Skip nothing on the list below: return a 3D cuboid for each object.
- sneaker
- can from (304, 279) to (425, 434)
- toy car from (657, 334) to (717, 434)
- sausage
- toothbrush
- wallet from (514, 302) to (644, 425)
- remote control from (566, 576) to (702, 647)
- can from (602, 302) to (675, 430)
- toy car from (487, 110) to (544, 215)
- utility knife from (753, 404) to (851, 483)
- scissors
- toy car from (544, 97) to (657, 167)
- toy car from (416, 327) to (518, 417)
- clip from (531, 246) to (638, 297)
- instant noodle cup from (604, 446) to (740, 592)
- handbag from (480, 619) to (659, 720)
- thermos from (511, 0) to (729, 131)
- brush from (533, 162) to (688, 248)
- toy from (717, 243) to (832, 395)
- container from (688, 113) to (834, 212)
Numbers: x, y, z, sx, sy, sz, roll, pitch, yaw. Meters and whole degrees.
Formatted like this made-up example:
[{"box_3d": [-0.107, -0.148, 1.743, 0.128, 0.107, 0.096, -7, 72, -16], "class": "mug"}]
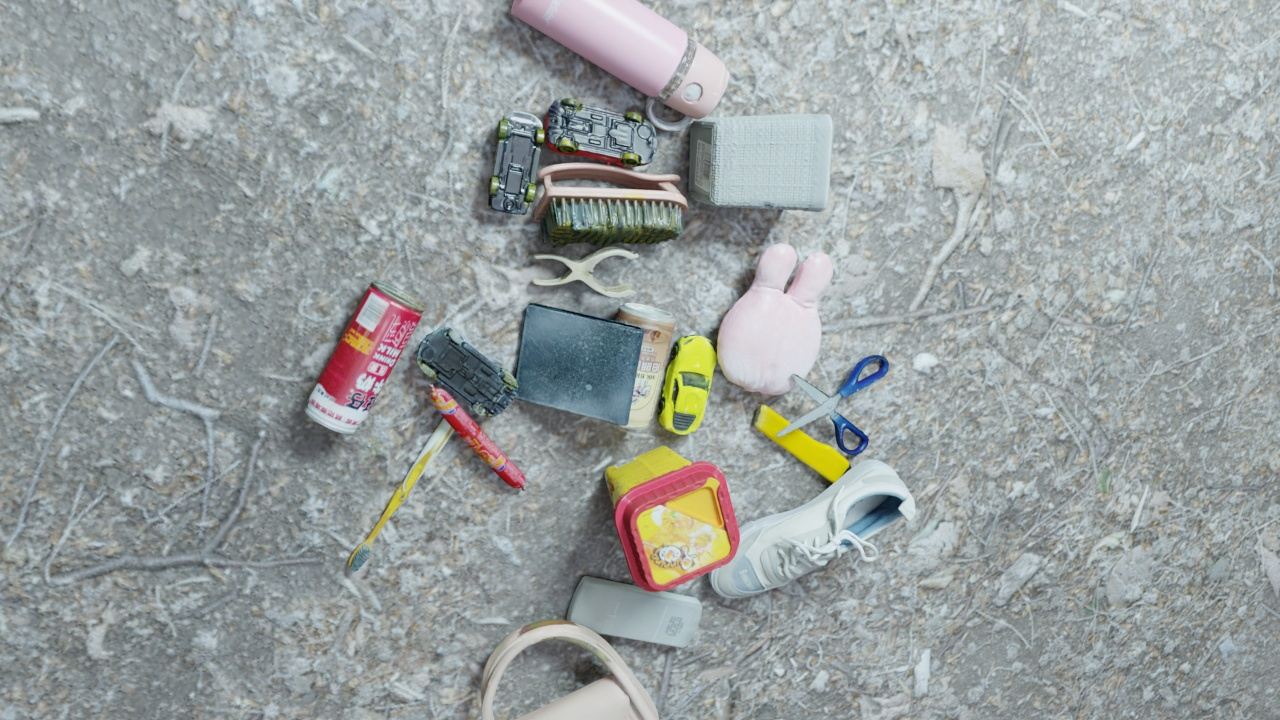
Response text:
[{"box_3d": [0.191, 0.202, 1.005, 0.242, 0.090, 0.089, -31, 113, 1], "class": "sneaker"}, {"box_3d": [-0.248, -0.002, 0.825, 0.053, 0.053, 0.133, 28, 95, -24], "class": "can"}, {"box_3d": [0.051, 0.026, 0.947, 0.048, 0.032, 0.105, 9, 101, -20], "class": "toy car"}, {"box_3d": [-0.158, 0.077, 0.889, 0.020, 0.020, 0.156, -40, 120, -5], "class": "sausage"}, {"box_3d": [-0.228, 0.126, 0.888, 0.016, 0.018, 0.191, 34, 93, -26], "class": "toothbrush"}, {"box_3d": [-0.061, 0.003, 0.879, 0.121, 0.019, 0.097, 13, 102, 13], "class": "wallet"}, {"box_3d": [-0.005, 0.276, 1.005, 0.150, 0.021, 0.058, 17, 101, -22], "class": "remote control"}, {"box_3d": [-0.005, 0.005, 0.907, 0.058, 0.058, 0.116, 9, 102, -21], "class": "can"}, {"box_3d": [-0.114, -0.179, 0.829, 0.042, 0.035, 0.090, 7, 103, -22], "class": "toy car"}, {"box_3d": [0.182, 0.094, 1.020, 0.153, 0.015, 0.033, 36, 92, -24], "class": "utility knife"}, {"box_3d": [0.215, 0.048, 0.999, 0.174, 0.012, 0.162, -42, 127, -18], "class": "scissors"}, {"box_3d": [-0.036, -0.207, 0.846, 0.106, 0.031, 0.049, 7, 78, -17], "class": "toy car"}, {"box_3d": [-0.165, 0.010, 0.869, 0.105, 0.031, 0.049, 41, 87, -25], "class": "toy car"}, {"box_3d": [-0.048, -0.099, 0.878, 0.104, 0.035, 0.084, 19, 102, -15], "class": "clip"}, {"box_3d": [0.023, 0.150, 0.923, 0.116, 0.123, 0.116, -21, 111, -13], "class": "instant noodle cup"}, {"box_3d": [-0.081, 0.384, 0.978, 0.193, 0.093, 0.234, -24, 109, -10], "class": "handbag"}, {"box_3d": [-0.019, -0.280, 0.822, 0.198, 0.067, 0.087, 25, 127, -25], "class": "thermos"}, {"box_3d": [-0.024, -0.147, 0.858, 0.145, 0.063, 0.073, -3, 76, -19], "class": "brush"}, {"box_3d": [0.142, -0.041, 0.944, 0.121, 0.054, 0.160, 11, 107, -28], "class": "toy"}, {"box_3d": [0.110, -0.190, 0.875, 0.114, 0.090, 0.090, -3, 105, -15], "class": "container"}]
